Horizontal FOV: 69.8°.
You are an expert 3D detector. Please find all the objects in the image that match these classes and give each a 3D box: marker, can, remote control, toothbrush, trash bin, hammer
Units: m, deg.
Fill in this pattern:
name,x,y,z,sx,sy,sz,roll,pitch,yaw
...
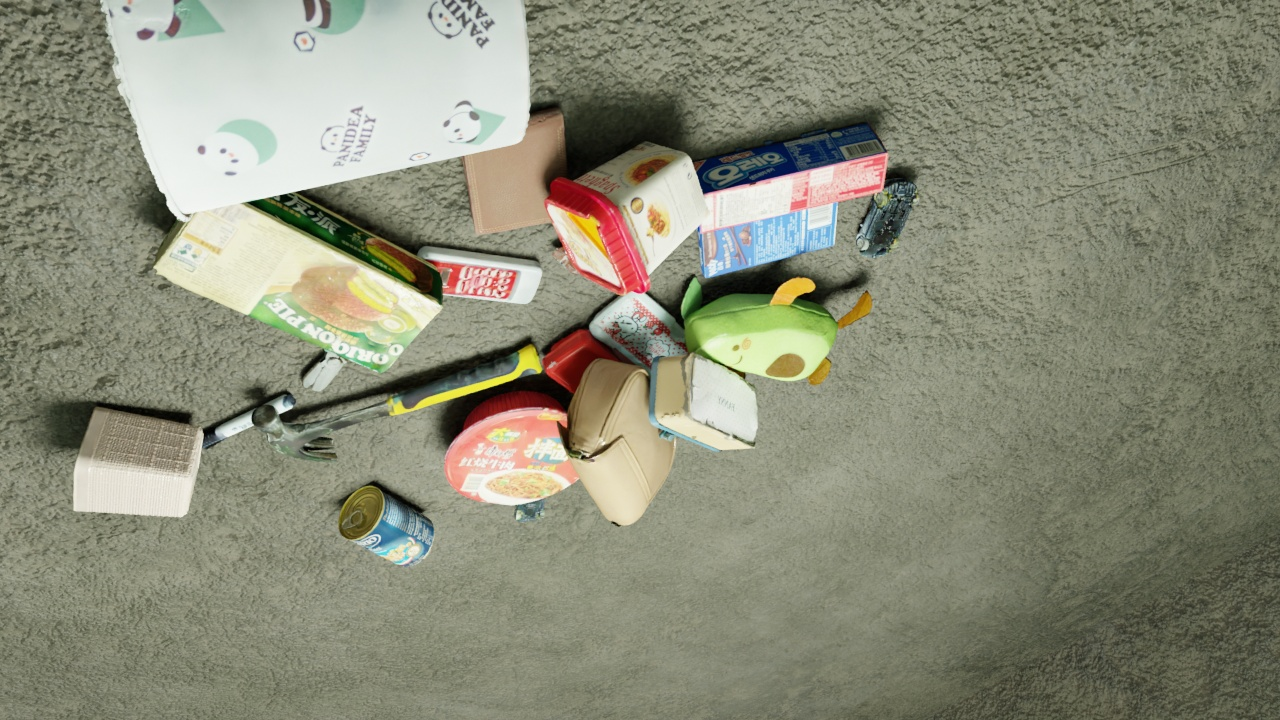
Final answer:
name,x,y,z,sx,sy,sz,roll,pitch,yaw
marker,-0.457,0.071,1.061,0.131,0.018,0.022,-24,148,7
can,-0.338,0.224,1.231,0.075,0.075,0.111,-29,139,12
remote control,-0.174,-0.090,0.982,0.135,0.020,0.056,6,133,-25
toothbrush,0.075,0.058,1.155,0.191,0.018,0.016,-34,150,-52
trash bin,-0.223,-0.231,0.661,0.251,0.229,0.230,-11,139,-16
hammer,-0.274,0.048,1.081,0.323,0.032,0.126,-18,151,-5

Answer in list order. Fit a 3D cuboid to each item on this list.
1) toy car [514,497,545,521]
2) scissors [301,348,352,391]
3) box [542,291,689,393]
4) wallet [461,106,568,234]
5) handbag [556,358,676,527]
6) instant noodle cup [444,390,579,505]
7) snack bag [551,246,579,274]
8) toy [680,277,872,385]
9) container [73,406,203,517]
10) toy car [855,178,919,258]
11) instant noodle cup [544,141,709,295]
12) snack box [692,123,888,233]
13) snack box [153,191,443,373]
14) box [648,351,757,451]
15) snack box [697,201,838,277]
name,x,y,z,sx,sy,sz,roll,pitch,yaw
toy car,-0.155,0.194,1.295,0.043,0.034,0.091,-1,135,-16
scissors,-0.312,-0.014,1.017,0.139,0.019,0.180,15,128,-33
box,-0.006,0.006,1.138,0.158,0.037,0.201,-34,136,18
wallet,-0.120,-0.182,0.893,0.101,0.032,0.125,-13,140,-11
handbag,-0.030,0.095,1.098,0.100,0.147,0.205,9,145,26
instant noodle cup,-0.157,0.104,1.171,0.193,0.065,0.194,-11,138,-10
snack bag,-0.042,-0.130,0.981,0.105,0.026,0.045,-30,139,16
toy,0.159,-0.028,1.118,0.246,0.089,0.228,4,139,-22
container,-0.550,0.116,1.011,0.110,0.090,0.090,12,132,-22
toy car,0.281,-0.164,1.056,0.049,0.031,0.106,-3,136,-16
instant noodle cup,-0.009,-0.145,0.894,0.124,0.116,0.117,-40,130,-18
snack box,0.149,-0.191,0.959,0.207,0.057,0.058,-14,142,-5
snack box,-0.321,-0.085,0.884,0.240,0.063,0.115,28,122,-34
box,0.075,0.051,1.092,0.060,0.089,0.184,-9,157,35
snack box,0.142,-0.148,1.027,0.157,0.026,0.085,-14,139,-4
